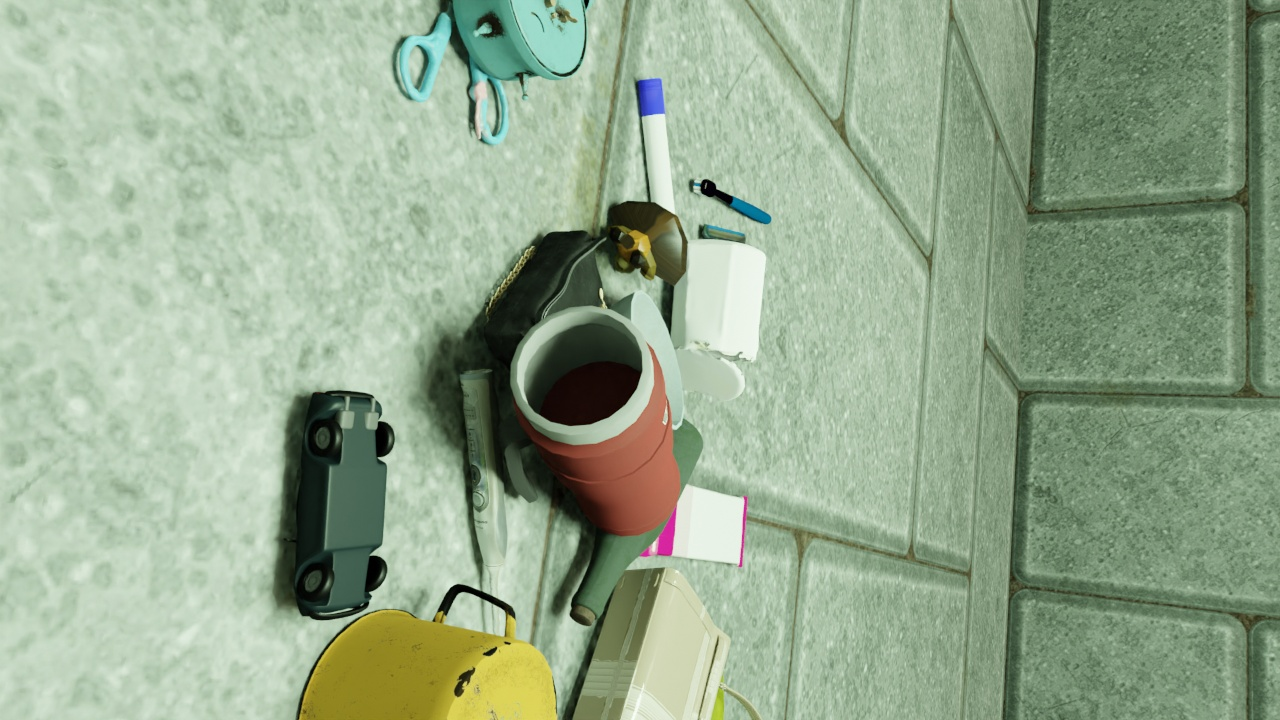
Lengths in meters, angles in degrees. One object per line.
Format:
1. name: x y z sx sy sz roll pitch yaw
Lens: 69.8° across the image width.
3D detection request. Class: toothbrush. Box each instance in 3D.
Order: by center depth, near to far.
1. toothbrush: -0.094 0.098 0.569 0.024 0.022 0.185 -14 104 -55
2. toothbrush: 0.092 -0.150 0.877 0.167 0.014 0.014 6 97 -62

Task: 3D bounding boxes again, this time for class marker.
1. marker: 0.016 -0.155 0.747 0.020 0.020 0.141 -25 112 -56

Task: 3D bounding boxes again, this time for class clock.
1. clock: -0.068 -0.226 0.560 0.090 0.053 0.124 48 46 -51

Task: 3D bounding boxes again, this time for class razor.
1. razor: 0.063 -0.050 0.831 0.042 0.022 0.144 12 83 -16

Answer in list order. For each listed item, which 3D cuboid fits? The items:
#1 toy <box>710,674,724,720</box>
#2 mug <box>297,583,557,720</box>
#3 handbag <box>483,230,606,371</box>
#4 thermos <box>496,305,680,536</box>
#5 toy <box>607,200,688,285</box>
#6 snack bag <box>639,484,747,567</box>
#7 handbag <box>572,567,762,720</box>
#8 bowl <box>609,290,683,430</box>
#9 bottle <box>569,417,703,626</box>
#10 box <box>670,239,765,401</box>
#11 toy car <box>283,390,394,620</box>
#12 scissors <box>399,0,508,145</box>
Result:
1. toy: 0.042 0.284 0.769 0.090 0.051 0.109 42 55 -48
2. mug: -0.102 0.178 0.483 0.100 0.094 0.123 56 45 -43
3. handbag: -0.055 -0.026 0.602 0.128 0.054 0.079 -63 144 -40
4. thermos: -0.032 0.051 0.572 0.199 0.108 0.084 75 -7 -63
5. toy: 0.001 -0.087 0.686 0.076 0.063 0.100 51 19 3
6. snack bag: 0.051 0.145 0.816 0.196 0.016 0.070 24 70 -56
7. handbag: 0.039 0.283 0.697 0.198 0.062 0.175 42 51 -30
8. bowl: -0.004 0.004 0.682 0.106 0.039 0.106 -15 90 -74
9. bottle: -0.008 0.118 0.681 0.173 0.055 0.055 -61 139 -37
10. box: 0.060 -0.033 0.771 0.089 0.080 0.143 18 76 -74
11. toy car: -0.151 0.071 0.458 0.046 0.034 0.112 10 81 -59
12. scissors: -0.115 -0.198 0.541 0.111 0.015 0.141 -26 106 -57
